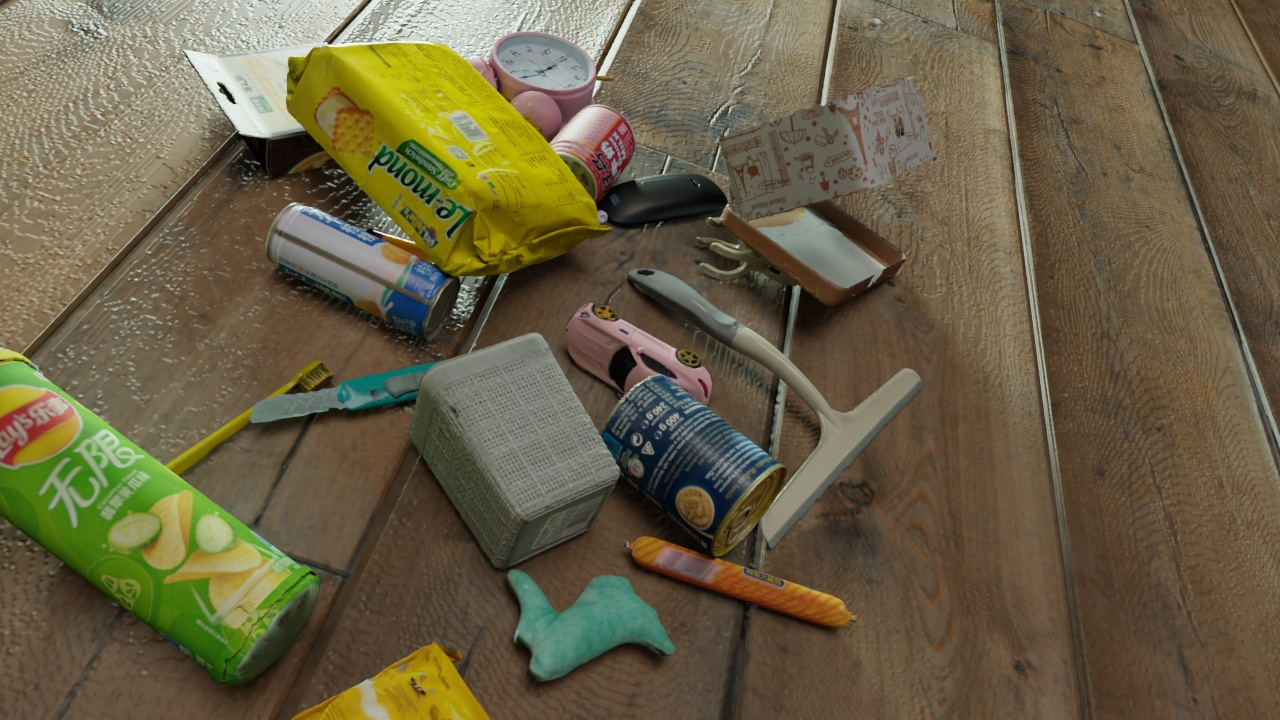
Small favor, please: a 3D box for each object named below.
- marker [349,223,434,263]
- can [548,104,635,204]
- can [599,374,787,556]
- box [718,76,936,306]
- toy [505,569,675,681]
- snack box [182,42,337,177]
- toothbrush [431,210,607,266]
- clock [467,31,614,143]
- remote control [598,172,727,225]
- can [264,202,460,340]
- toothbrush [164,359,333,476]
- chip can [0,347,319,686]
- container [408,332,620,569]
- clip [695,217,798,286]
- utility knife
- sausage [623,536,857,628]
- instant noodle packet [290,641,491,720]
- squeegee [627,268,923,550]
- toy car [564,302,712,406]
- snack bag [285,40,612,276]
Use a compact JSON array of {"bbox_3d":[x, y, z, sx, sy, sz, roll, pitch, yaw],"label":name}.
[{"bbox_3d":[-0.222,-0.098,0.728,0.124,0.015,0.018,16,45,-2],"label":"marker"},{"bbox_3d":[-0.050,-0.180,0.823,0.066,0.067,0.093,26,45,3],"label":"can"},{"bbox_3d":[0.033,0.069,0.624,0.111,0.075,0.075,38,48,24],"label":"can"},{"bbox_3d":[0.172,-0.137,0.822,0.181,0.153,0.178,-30,104,-50],"label":"box"},{"bbox_3d":[-0.038,0.158,0.561,0.091,0.030,0.096,-19,53,-35],"label":"toy"},{"bbox_3d":[-0.299,-0.216,0.775,0.125,0.053,0.113,-23,62,-34],"label":"snack box"},{"bbox_3d":[-0.097,-0.096,0.767,0.188,0.029,0.021,-28,27,-37],"label":"toothbrush"},{"bbox_3d":[-0.107,-0.256,0.876,0.117,0.060,0.158,33,49,11],"label":"clock"},{"bbox_3d":[0.025,-0.155,0.859,0.136,0.024,0.053,-15,56,-30],"label":"remote control"},{"bbox_3d":[-0.205,-0.067,0.679,0.134,0.053,0.053,26,47,3],"label":"can"},{"bbox_3d":[-0.268,0.056,0.576,0.016,0.016,0.189,39,49,7],"label":"toothbrush"},{"bbox_3d":[-0.276,0.085,0.491,0.221,0.073,0.072,35,48,1],"label":"chip can"},{"bbox_3d":[-0.080,0.060,0.591,0.090,0.090,0.114,-20,63,-32],"label":"container"},{"bbox_3d":[0.097,-0.105,0.836,0.104,0.035,0.083,-3,52,-28],"label":"clip"},{"bbox_3d":[-0.164,0.018,0.641,0.207,0.013,0.029,-12,63,-32],"label":"utility knife"},{"bbox_3d":[0.067,0.148,0.612,0.165,0.022,0.021,19,47,-4],"label":"sausage"},{"bbox_3d":[-0.115,0.219,0.463,0.110,0.044,0.128,-25,53,-27],"label":"instant noodle packet"},{"bbox_3d":[0.085,-0.009,0.744,0.246,0.039,0.245,41,49,17],"label":"squeegee"},{"bbox_3d":[-0.004,0.004,0.690,0.122,0.056,0.037,29,40,7],"label":"toy car"},{"bbox_3d":[-0.150,-0.167,0.725,0.246,0.068,0.157,45,37,14],"label":"snack bag"}]
